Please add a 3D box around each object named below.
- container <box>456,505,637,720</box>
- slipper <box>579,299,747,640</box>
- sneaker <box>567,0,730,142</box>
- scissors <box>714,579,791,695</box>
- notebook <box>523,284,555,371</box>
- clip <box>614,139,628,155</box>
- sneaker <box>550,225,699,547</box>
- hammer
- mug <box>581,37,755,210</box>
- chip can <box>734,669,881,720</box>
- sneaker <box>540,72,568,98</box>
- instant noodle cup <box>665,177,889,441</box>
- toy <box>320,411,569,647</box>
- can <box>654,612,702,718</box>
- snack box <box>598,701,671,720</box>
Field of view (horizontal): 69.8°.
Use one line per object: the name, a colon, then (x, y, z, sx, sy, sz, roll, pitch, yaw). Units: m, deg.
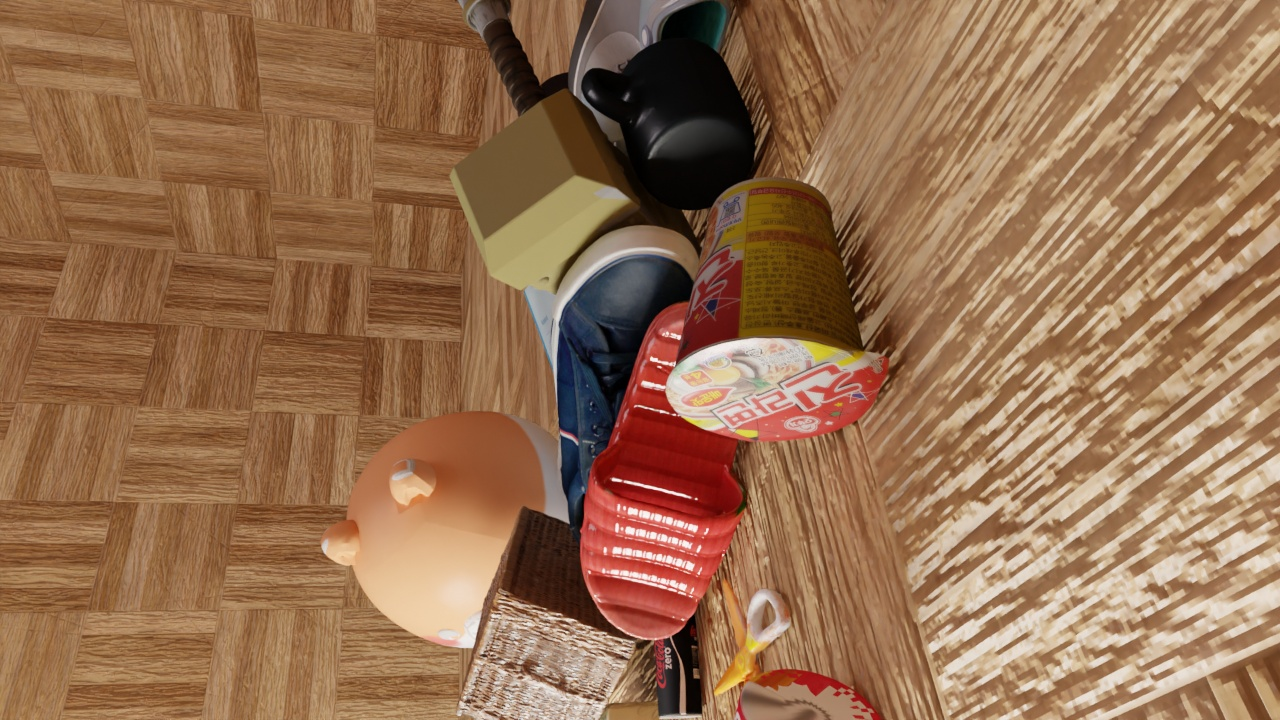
container: (-0.077, 0.221, 0.781, 0.198, 0.114, 0.113, -97, 30, -78)
slipper: (0.017, 0.085, 0.598, 0.059, 0.103, 0.249, -85, 6, -69)
sneaker: (0.008, -0.243, 0.753, 0.257, 0.093, 0.160, 112, 148, -54)
scissors: (0.067, 0.183, 0.560, 0.125, 0.011, 0.131, -106, 26, -47)
notebook: (-0.054, 0.031, 0.878, 0.181, 0.009, 0.253, 149, 101, -72)
clip: (-0.036, -0.146, 0.993, 0.164, 0.031, 0.169, -155, 71, -76)
sneaker: (-0.007, 0.047, 0.653, 0.127, 0.120, 0.295, -96, 12, -48)
hammer: (-0.086, -0.200, 0.701, 0.190, 0.101, 0.324, 24, -143, -62)
mug: (0.015, -0.164, 0.618, 0.085, 0.121, 0.094, -53, 33, 34)
chip can: (0.062, 0.264, 0.449, 0.069, 0.069, 0.221, -125, 41, -67)
sneaker: (-0.090, -0.196, 0.996, 0.293, 0.112, 0.117, -85, -6, -48)
instant noodle cup: (0.065, -0.029, 0.471, 0.101, 0.100, 0.112, 117, 160, -56)
toy: (-0.195, 0.186, 1.020, 0.263, 0.280, 0.265, -42, 52, 21)
can: (0.026, 0.217, 0.667, 0.032, 0.031, 0.080, 123, 147, -62)
snack box: (-0.016, 0.388, 0.744, 0.154, 0.055, 0.207, 128, 143, -64)
